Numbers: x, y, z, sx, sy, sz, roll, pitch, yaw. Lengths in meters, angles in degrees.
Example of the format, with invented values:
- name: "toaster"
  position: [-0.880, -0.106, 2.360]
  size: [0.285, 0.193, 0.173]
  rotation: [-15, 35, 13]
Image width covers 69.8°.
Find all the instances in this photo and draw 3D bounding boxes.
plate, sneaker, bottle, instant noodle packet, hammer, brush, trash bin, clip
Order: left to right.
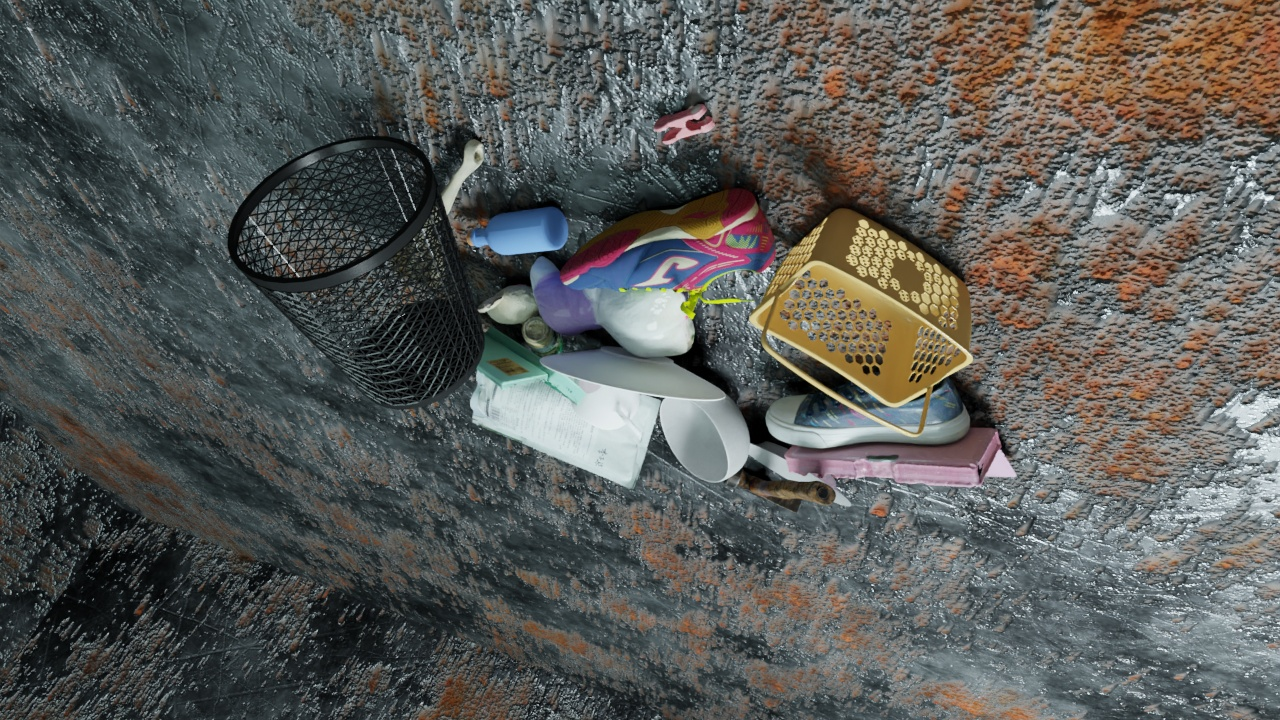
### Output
- name: "trash bin"
  position: [-0.289, -0.081, 1.017]
  size: [0.217, 0.216, 0.243]
  rotation: [10, 145, 22]
- name: "brush"
  position: [-0.235, -0.171, 1.079]
  size: [0.077, 0.061, 0.273]
  rotation: [27, 145, -13]
- name: "bottle"
  position: [-0.148, -0.146, 1.055]
  size: [0.131, 0.047, 0.048]
  rotation: [-1, 141, 34]
- name: "bottle"
  position: [-0.128, -0.029, 1.190]
  size: [0.043, 0.042, 0.110]
  rotation: [20, 170, 6]
- name: "instant noodle packet"
  position: [-0.113, 0.076, 1.332]
  size: [0.269, 0.057, 0.147]
  rotation: [20, 112, 9]
- name: "plate"
  position: [-0.007, 0.007, 1.114]
  size: [0.229, 0.030, 0.229]
  rotation: [11, -173, -1]
- name: "sneaker"
  position: [0.024, -0.097, 0.949]
  size: [0.242, 0.116, 0.091]
  rotation: [-11, 125, 35]
- name: "clip"
  position: [0.036, -0.224, 0.845]
  size: [0.060, 0.023, 0.041]
  rotation: [-4, 134, 29]
- name: "hammer"
  position: [0.200, 0.174, 1.211]
  size: [0.120, 0.033, 0.330]
  rotation: [23, 172, -3]
- name: "plate"
  position: [0.211, 0.145, 1.243]
  size: [0.173, 0.019, 0.173]
  rotation: [30, 171, 5]
- name: "sneaker"
  position: [0.256, 0.048, 1.066]
  size: [0.236, 0.087, 0.079]
  rotation: [-3, 121, 29]

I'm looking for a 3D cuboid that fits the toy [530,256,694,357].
- name: "toy"
  position: [-0.034, -0.064, 1.074]
  size: [0.210, 0.085, 0.138]
  rotation: [8, 145, 33]

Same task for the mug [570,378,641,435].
- name: "mug"
  position: [-0.041, 0.054, 1.227]
  size: [0.124, 0.090, 0.076]
  rotation: [46, 178, 37]

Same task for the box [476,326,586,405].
- name: "box"
  position: [-0.169, 0.001, 1.206]
  size: [0.138, 0.056, 0.187]
  rotation: [21, -175, -43]

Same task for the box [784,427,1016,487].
- name: "box"
  position: [0.311, 0.108, 1.099]
  size: [0.234, 0.075, 0.172]
  rotation: [-1, 176, 36]

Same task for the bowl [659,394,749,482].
- name: "bowl"
  position: [0.093, 0.089, 1.210]
  size: [0.132, 0.064, 0.132]
  rotation: [37, 143, 35]

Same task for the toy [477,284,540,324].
- name: "toy"
  position: [-0.163, -0.070, 1.173]
  size: [0.112, 0.050, 0.087]
  rotation: [19, 157, -37]

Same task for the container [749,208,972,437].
- name: "container"
  position: [0.212, -0.031, 0.876]
  size: [0.183, 0.166, 0.129]
  rotation: [31, 148, -10]
